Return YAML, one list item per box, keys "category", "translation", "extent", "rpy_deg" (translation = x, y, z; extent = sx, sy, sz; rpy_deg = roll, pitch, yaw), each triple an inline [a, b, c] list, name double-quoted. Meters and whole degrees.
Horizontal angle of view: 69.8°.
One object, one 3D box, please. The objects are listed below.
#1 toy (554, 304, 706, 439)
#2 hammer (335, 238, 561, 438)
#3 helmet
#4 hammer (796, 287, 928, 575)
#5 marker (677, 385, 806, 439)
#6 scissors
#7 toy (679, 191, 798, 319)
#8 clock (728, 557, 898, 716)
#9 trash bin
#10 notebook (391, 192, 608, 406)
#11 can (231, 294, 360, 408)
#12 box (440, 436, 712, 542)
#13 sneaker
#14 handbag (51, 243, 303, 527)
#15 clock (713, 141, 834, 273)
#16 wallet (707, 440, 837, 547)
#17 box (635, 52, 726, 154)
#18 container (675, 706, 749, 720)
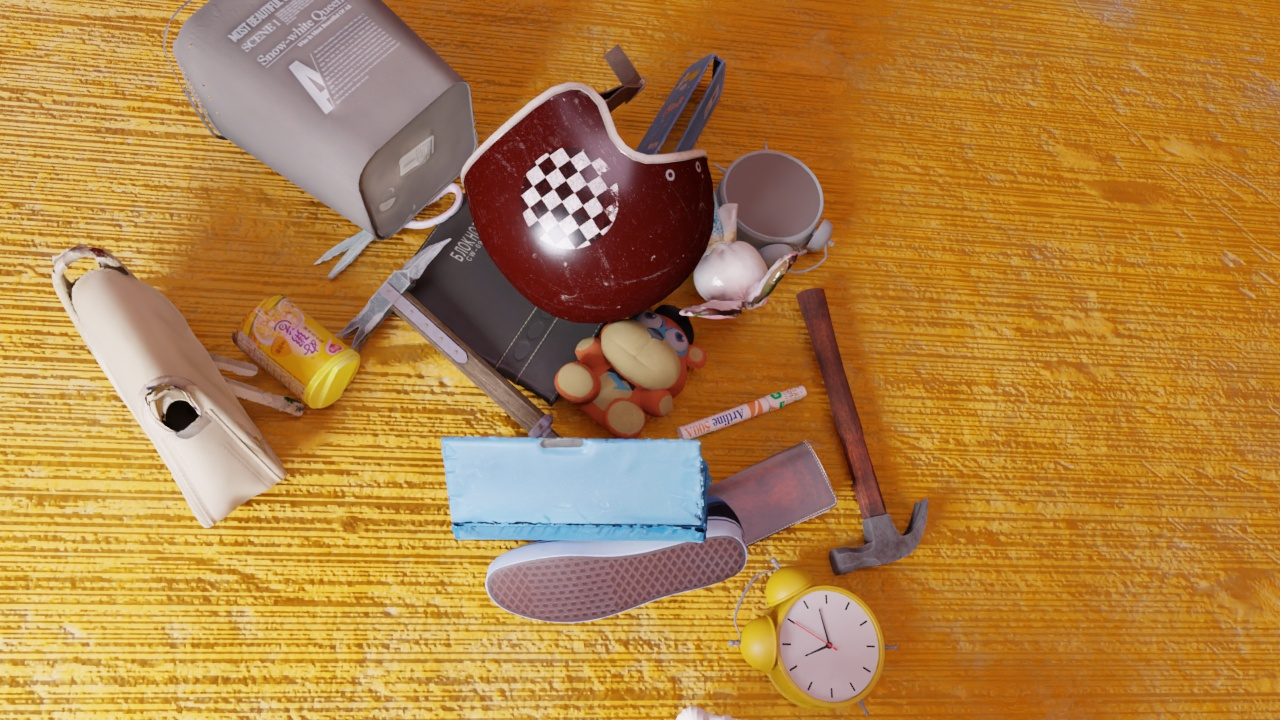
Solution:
- category: "toy"
  translation: [-0.005, 0.006, 0.918]
  extent: [0.112, 0.096, 0.175]
  rpy_deg: [36, 40, 7]
- category: "hammer"
  translation: [-0.135, 0.027, 0.905]
  extent: [0.317, 0.028, 0.147]
  rpy_deg: [42, 91, 2]
- category: "helmet"
  translation: [-0.047, -0.165, 0.882]
  extent: [0.234, 0.233, 0.253]
  rpy_deg: [-34, 92, 0]
- category: "hammer"
  translation: [0.217, 0.064, 0.961]
  extent: [0.111, 0.028, 0.300]
  rpy_deg: [-9, 73, -13]
- category: "marker"
  translation: [0.107, 0.054, 0.957]
  extent: [0.145, 0.017, 0.017]
  rpy_deg: [-18, 73, -16]
- category: "scissors"
  translation: [-0.260, -0.138, 0.962]
  extent: [0.108, 0.016, 0.178]
  rpy_deg: [28, 66, 19]
- category: "toy"
  translation: [0.079, -0.108, 0.987]
  extent: [0.131, 0.106, 0.205]
  rpy_deg: [-29, 50, 0]
- category: "clock"
  translation: [0.160, 0.262, 0.866]
  extent: [0.152, 0.052, 0.113]
  rpy_deg: [33, 67, 0]
- category: "trash bin"
  translation: [-0.298, -0.259, 0.911]
  extent: [0.220, 0.198, 0.197]
  rpy_deg: [39, 71, 8]
- category: "notebook"
  translation: [-0.138, -0.070, 0.961]
  extent: [0.209, 0.029, 0.169]
  rpy_deg: [30, 67, 1]
- category: "can"
  translation: [-0.328, -0.009, 0.881]
  extent: [0.105, 0.068, 0.067]
  rpy_deg: [38, 67, 7]
- category: "box"
  translation: [-0.055, 0.096, 0.819]
  extent: [0.232, 0.110, 0.094]
  rpy_deg: [0, 34, 9]
- category: "sneaker"
  translation: [-0.024, 0.178, 0.869]
  extent: [0.241, 0.083, 0.098]
  rpy_deg: [-10, 26, -2]
- category: "handbag"
  translation: [-0.398, 0.010, 0.810]
  extent: [0.131, 0.184, 0.229]
  rpy_deg: [-37, 62, -23]
- category: "clock"
  translation: [0.152, -0.167, 1.039]
  extent: [0.122, 0.045, 0.159]
  rpy_deg: [-26, 74, -18]
- category: "wallet"
  translation: [0.126, 0.136, 0.910]
  extent: [0.123, 0.019, 0.072]
  rpy_deg: [-24, 74, -3]
- category: "box"
  translation: [0.032, -0.269, 1.048]
  extent: [0.064, 0.069, 0.209]
  rpy_deg: [23, 66, 8]
- category: "container"
  translation: [0.114, 0.390, 0.731]
  extent: [0.187, 0.190, 0.189]
  rpy_deg: [12, 67, -6]
